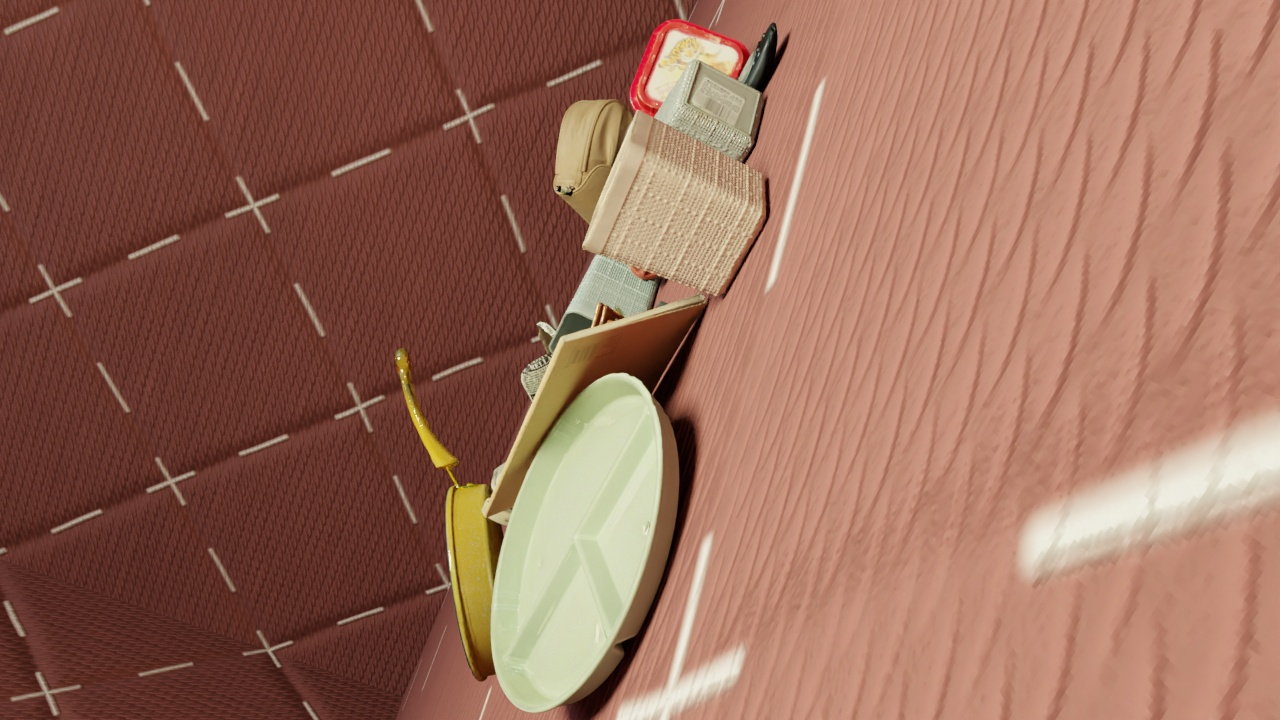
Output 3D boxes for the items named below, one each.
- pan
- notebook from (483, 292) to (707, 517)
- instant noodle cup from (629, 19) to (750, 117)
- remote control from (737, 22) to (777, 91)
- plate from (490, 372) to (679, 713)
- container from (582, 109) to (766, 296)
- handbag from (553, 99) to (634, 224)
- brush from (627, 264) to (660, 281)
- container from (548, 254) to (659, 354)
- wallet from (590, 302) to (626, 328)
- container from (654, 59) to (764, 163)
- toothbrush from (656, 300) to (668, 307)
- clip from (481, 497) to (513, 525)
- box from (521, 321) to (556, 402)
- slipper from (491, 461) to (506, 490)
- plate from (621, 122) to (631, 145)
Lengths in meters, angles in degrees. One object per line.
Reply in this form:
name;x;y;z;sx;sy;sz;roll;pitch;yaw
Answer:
pan;-0.194;0.152;0.960;0.198;0.078;0.357;103;156;-76
notebook;-0.040;0.039;0.745;0.149;0.012;0.212;-19;-32;-42
instant noodle cup;0.057;-0.306;1.046;0.124;0.116;0.116;20;-88;-86
remote control;0.105;-0.266;0.895;0.137;0.024;0.053;125;167;-53
plate;-0.041;0.120;0.622;0.231;0.027;0.229;-46;32;39
container;0.028;-0.112;0.678;0.090;0.111;0.090;-80;15;-56
handbag;-0.027;-0.233;1.174;0.204;0.100;0.147;42;-119;-52
brush;0.022;-0.156;1.002;0.069;0.063;0.145;93;-165;-73
container;-0.037;-0.055;1.041;0.090;0.090;0.111;124;169;-53
wallet;-0.029;0.002;0.842;0.130;0.035;0.119;37;-116;-80
container;0.053;-0.204;0.855;0.115;0.090;0.090;-52;17;51
toothbrush;-0.005;0.005;0.922;0.190;0.018;0.014;-62;2;45
clip;-0.097;0.165;0.881;0.035;0.099;0.098;-58;42;43
box;-0.104;0.029;1.117;0.085;0.075;0.162;-45;-31;-20
slipper;-0.110;0.129;1.016;0.114;0.054;0.275;-31;5;-14
plate;-0.003;-0.195;1.086;0.179;0.024;0.179;1;-91;-72
